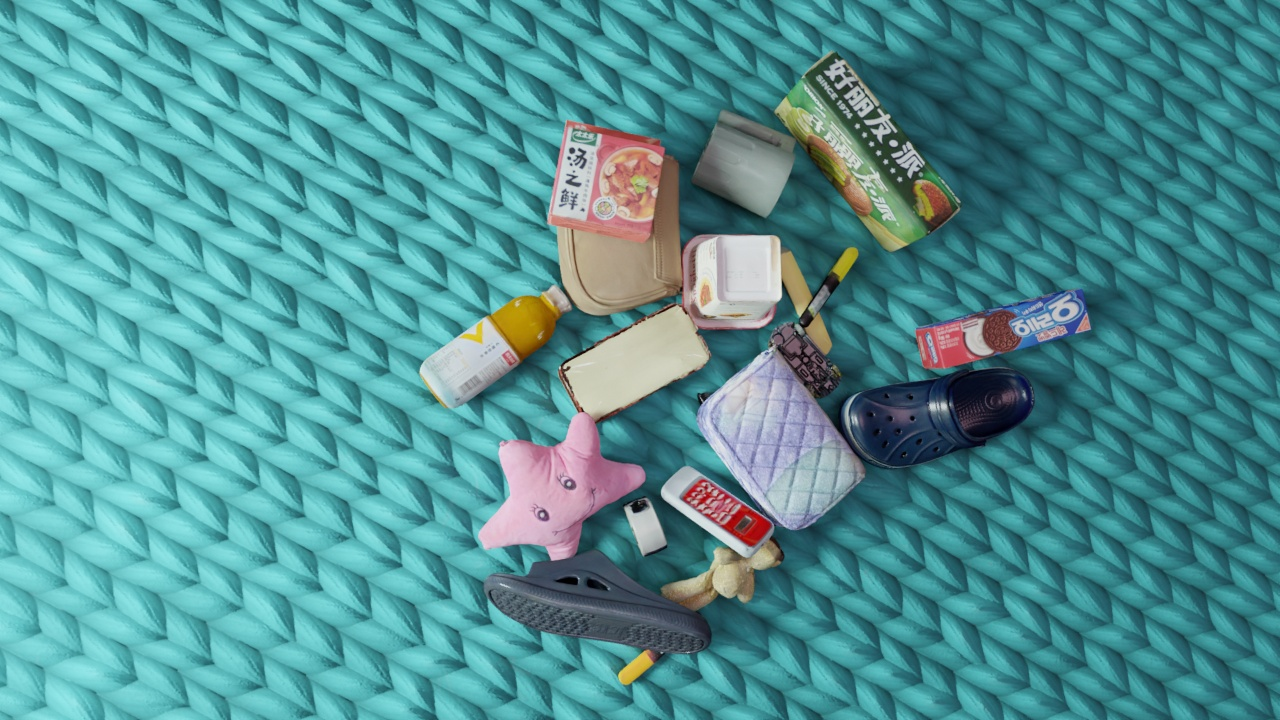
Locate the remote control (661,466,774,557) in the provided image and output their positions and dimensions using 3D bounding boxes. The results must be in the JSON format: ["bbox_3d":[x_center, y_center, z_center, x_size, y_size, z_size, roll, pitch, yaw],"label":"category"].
[{"bbox_3d":[0.090,0.175,1.076,0.136,0.020,0.055,33,53,25],"label":"remote control"}]

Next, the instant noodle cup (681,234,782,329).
[{"bbox_3d":[0.113,-0.099,1.080,0.116,0.124,0.116,-1,86,-6],"label":"instant noodle cup"}]

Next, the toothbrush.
[{"bbox_3d":[0.120,0.120,1.124,0.016,0.014,0.189,-30,90,-20],"label":"toothbrush"}]

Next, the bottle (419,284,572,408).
[{"bbox_3d":[-0.165,-0.020,1.071,0.189,0.068,0.068,-36,91,-8],"label":"bottle"}]

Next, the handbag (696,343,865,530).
[{"bbox_3d":[0.165,0.096,1.097,0.134,0.076,0.194,-37,96,-12],"label":"handbag"}]

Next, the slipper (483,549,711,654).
[{"bbox_3d":[-0.046,0.273,1.062,0.268,0.111,0.083,14,54,-6],"label":"slipper"}]

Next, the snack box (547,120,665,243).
[{"bbox_3d":[-0.036,-0.204,1.015,0.113,0.044,0.127,10,80,-6],"label":"snack box"}]

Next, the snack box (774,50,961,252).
[{"bbox_3d":[0.272,-0.248,1.113,0.063,0.114,0.240,-40,92,-8],"label":"snack box"}]

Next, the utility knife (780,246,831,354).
[{"bbox_3d":[0.200,-0.076,1.144,0.031,0.018,0.151,-24,87,-4],"label":"utility knife"}]

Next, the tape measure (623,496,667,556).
[{"bbox_3d":[0.006,0.196,1.079,0.033,0.066,0.065,-22,89,-7],"label":"tape measure"}]

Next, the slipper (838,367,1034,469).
[{"bbox_3d":[0.371,0.069,1.118,0.252,0.095,0.105,-11,85,-11],"label":"slipper"}]

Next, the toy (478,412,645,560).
[{"bbox_3d":[-0.106,0.150,1.050,0.194,0.074,0.178,-45,119,1],"label":"toy"}]

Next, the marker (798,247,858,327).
[{"bbox_3d":[0.233,-0.091,1.143,0.018,0.015,0.124,38,77,-10],"label":"marker"}]

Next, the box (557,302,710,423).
[{"bbox_3d":[-0.007,0.006,1.083,0.168,0.079,0.091,-28,89,-7],"label":"box"}]

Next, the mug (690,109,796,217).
[{"bbox_3d":[0.129,-0.247,1.122,0.103,0.084,0.123,22,57,-4],"label":"mug"}]

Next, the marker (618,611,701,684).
[{"bbox_3d":[0.024,0.343,1.099,0.123,0.015,0.018,-37,92,-10],"label":"marker"}]

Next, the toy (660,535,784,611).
[{"bbox_3d":[0.096,0.253,1.093,0.157,0.066,0.105,-30,123,-4],"label":"toy"}]

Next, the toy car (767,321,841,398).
[{"bbox_3d":[0.200,-0.001,1.130,0.049,0.031,0.105,-42,90,-3],"label":"toy car"}]

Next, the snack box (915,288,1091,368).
[{"bbox_3d":[0.455,-0.041,1.151,0.207,0.057,0.058,-14,91,-8],"label":"snack box"}]

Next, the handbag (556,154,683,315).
[{"bbox_3d":[-0.026,-0.157,1.085,0.147,0.100,0.204,-1,86,-14],"label":"handbag"}]
